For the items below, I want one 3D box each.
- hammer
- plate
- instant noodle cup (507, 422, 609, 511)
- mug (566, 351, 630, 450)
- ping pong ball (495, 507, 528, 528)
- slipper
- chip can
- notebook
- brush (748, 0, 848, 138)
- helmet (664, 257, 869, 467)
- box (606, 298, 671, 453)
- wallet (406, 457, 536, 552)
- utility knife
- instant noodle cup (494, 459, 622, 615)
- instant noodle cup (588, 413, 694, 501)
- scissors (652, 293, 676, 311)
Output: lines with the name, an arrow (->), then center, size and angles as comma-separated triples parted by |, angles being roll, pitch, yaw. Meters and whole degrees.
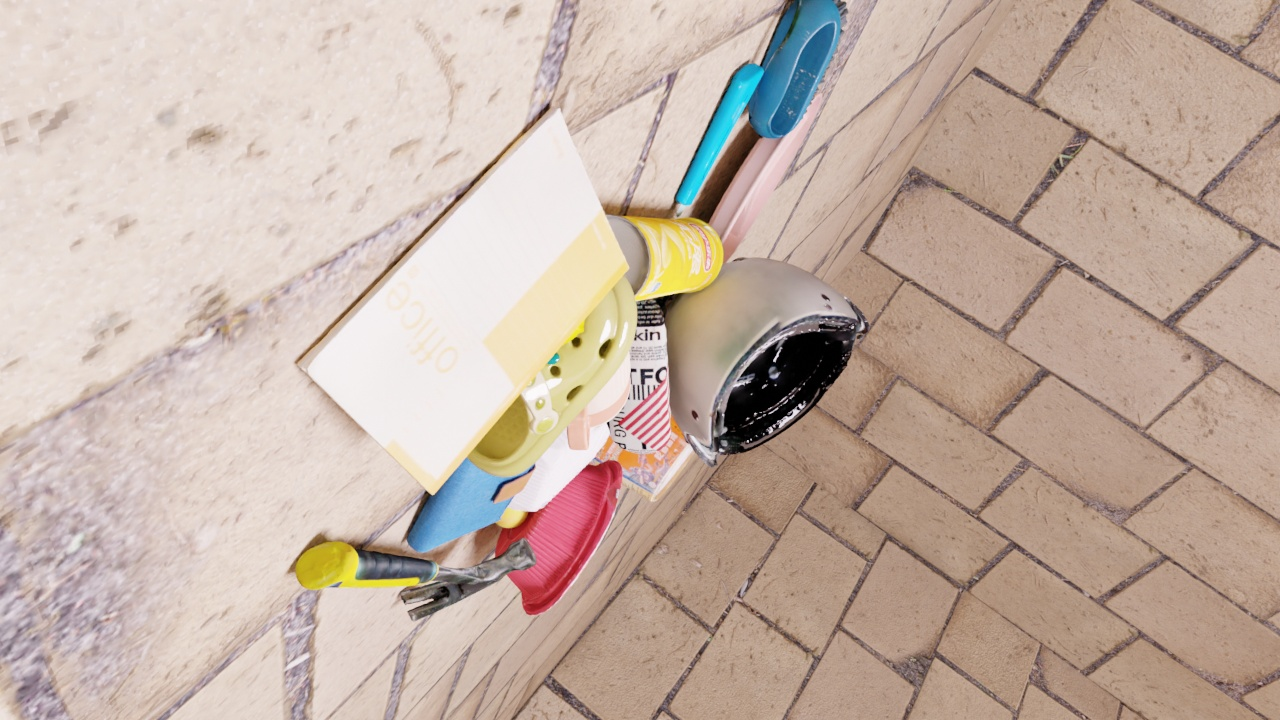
hammer -> -0.191, 0.181, 0.772 | 0.126, 0.032, 0.323 | -28, 162, 3
plate -> 0.124, -0.190, 0.991 | 0.229, 0.028, 0.229 | -57, 175, -8
instant noodle cup -> -0.081, 0.078, 0.922 | 0.173, 0.060, 0.138 | -44, 164, -47
mug -> -0.050, 0.014, 0.762 | 0.106, 0.081, 0.114 | 91, 2, -67
ping pong ball -> -0.138, 0.155, 0.962 | 0.040, 0.040, 0.040 | -51, 168, -16
slipper -> -0.078, 0.007, 0.662 | 0.191, 0.091, 0.081 | -55, 164, 15
chip can -> 0.009, -0.087, 0.779 | 0.072, 0.072, 0.213 | -58, 168, 18
notebook -> -0.092, -0.031, 0.554 | 0.206, 0.010, 0.146 | -50, 144, -18
brush -> 0.133, -0.258, 0.817 | 0.073, 0.055, 0.144 | -46, 166, -40
helmet -> 0.108, -0.015, 0.964 | 0.230, 0.157, 0.274 | -42, 162, 7
box -> -0.007, 0.003, 0.879 | 0.087, 0.076, 0.163 | -77, 162, -63
wallet -> -0.138, 0.106, 0.799 | 0.106, 0.040, 0.133 | -16, 145, -53
utility knife -> 0.065, -0.192, 0.827 | 0.034, 0.018, 0.160 | -40, 163, -51
instant noodle cup -> -0.098, 0.177, 1.004 | 0.194, 0.066, 0.193 | -50, -164, 19
instant noodle cup -> 0.008, 0.110, 1.236 | 0.151, 0.111, 0.151 | -51, 168, -15
scissors -> 0.012, -0.051, 1.019 | 0.130, 0.019, 0.185 | -57, 167, 16
